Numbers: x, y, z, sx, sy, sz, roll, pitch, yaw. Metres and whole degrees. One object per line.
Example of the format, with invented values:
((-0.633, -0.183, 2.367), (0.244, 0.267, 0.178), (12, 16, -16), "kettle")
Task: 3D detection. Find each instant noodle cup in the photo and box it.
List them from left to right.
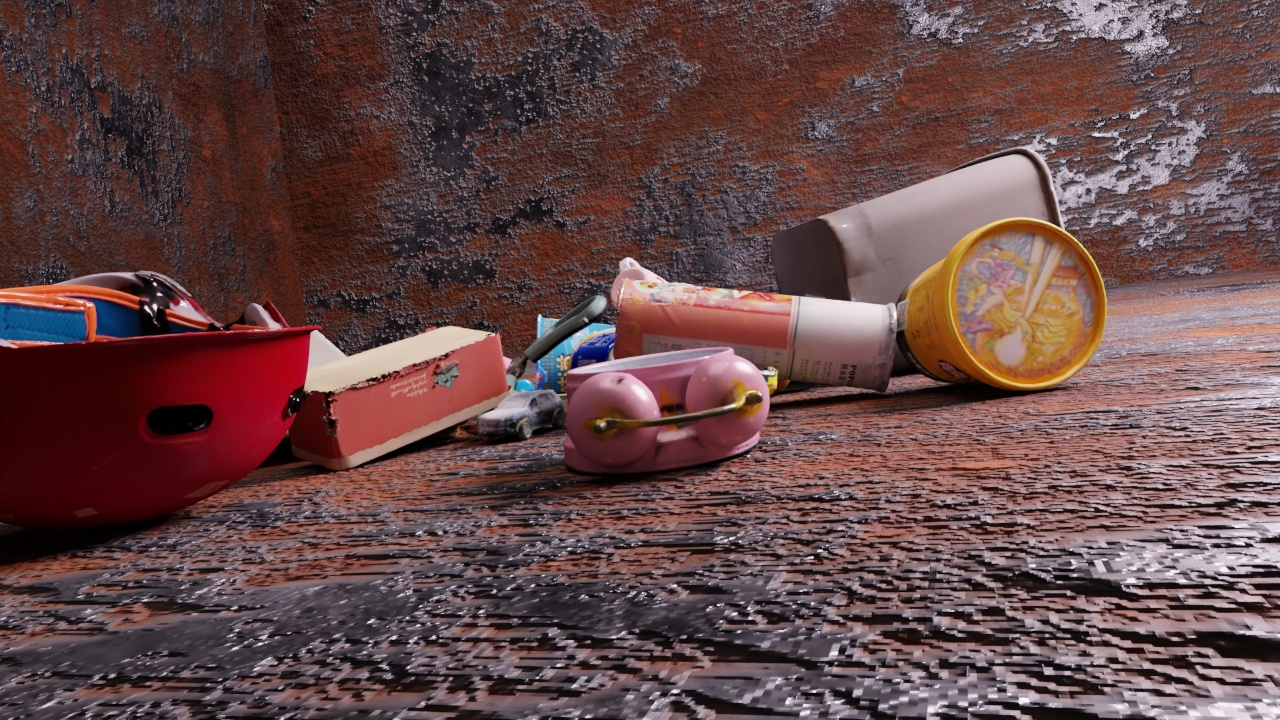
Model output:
((-0.058, -0.001, 1.015), (0.110, 0.099, 0.099), (1, 3, -3), "instant noodle cup")
((0.252, -0.034, 0.674), (0.118, 0.118, 0.114), (-8, -4, -10), "instant noodle cup")

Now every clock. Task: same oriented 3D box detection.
((0.012, 0.028, 0.528), (0.117, 0.060, 0.158), (-8, 5, -7), "clock")

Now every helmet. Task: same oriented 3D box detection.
((-0.307, 0.029, 0.536), (0.240, 0.144, 0.206), (9, 10, 22), "helmet")

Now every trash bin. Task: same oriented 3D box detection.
((0.267, -0.081, 0.905), (0.219, 0.198, 0.199), (-15, 3, -14), "trash bin")

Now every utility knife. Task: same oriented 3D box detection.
((-0.129, 0.035, 0.994), (0.034, 0.018, 0.179), (-16, -4, -4), "utility knife")

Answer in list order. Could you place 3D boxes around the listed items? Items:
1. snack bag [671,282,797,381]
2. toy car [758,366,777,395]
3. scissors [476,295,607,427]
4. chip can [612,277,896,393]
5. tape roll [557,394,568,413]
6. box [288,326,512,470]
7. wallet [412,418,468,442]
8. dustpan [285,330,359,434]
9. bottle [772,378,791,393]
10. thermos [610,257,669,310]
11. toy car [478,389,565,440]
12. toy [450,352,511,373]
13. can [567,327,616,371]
((0.091, -0.028, 0.940), (0.110, 0.039, 0.191), (16, 18, -33), "snack bag")
((0.068, 0.026, 0.697), (0.048, 0.032, 0.105), (-1, -10, -17), "toy car")
((-0.092, -0.003, 0.850), (0.179, 0.019, 0.170), (-42, 15, 5), "scissors")
((0.088, -0.021, 0.729), (0.215, 0.071, 0.071), (6, 5, 8), "chip can")
((-0.095, 0.045, 0.888), (0.086, 0.014, 0.086), (-7, 3, 0), "tape roll")
((-0.193, 0.016, 0.725), (0.091, 0.077, 0.167), (8, 22, 44), "box")
((-0.194, 0.052, 0.822), (0.090, 0.033, 0.115), (-10, 4, -8), "wallet")
((-0.361, 0.069, 0.863), (0.222, 0.143, 0.258), (-15, 33, -27), "dustpan")
((0.072, 0.006, 0.800), (0.174, 0.057, 0.057), (-8, 3, -11), "bottle")
((0.038, -0.058, 1.133), (0.067, 0.087, 0.198), (-34, -38, 21), "thermos")
((-0.095, 0.044, 0.737), (0.043, 0.034, 0.090), (-2, 6, 24), "toy car")
((-0.211, 0.021, 1.001), (0.195, 0.074, 0.178), (-6, 3, 37), "toy")
((-0.005, 0.005, 0.872), (0.049, 0.074, 0.147), (-1, 7, 35), "can")
